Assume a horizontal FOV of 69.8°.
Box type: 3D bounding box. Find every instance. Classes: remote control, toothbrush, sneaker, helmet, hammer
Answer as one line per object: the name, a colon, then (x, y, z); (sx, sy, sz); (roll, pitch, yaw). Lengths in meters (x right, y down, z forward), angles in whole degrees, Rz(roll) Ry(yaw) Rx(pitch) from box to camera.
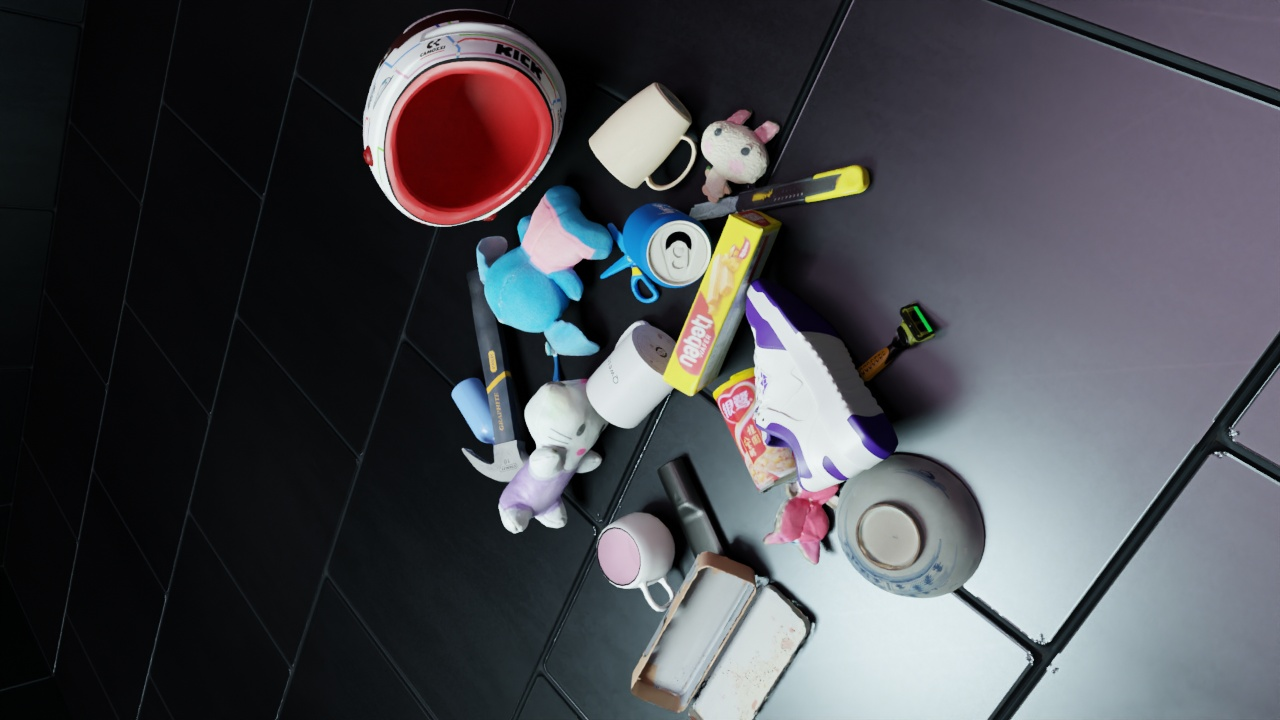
remote control: (0.061, 0.187, 1.097); (0.046, 0.021, 0.140); (-38, 70, 37)
toothbrush: (-0.110, 0.037, 1.236); (0.021, 0.016, 0.132); (-17, 81, 42)
sneaker: (0.157, 0.029, 0.938); (0.111, 0.091, 0.244); (-48, 47, 27)
helmet: (-0.222, -0.321, 1.167); (0.315, 0.231, 0.235); (-44, 34, 38)
hammer: (-0.193, 0.015, 1.274); (0.139, 0.035, 0.312); (-14, 77, 13)

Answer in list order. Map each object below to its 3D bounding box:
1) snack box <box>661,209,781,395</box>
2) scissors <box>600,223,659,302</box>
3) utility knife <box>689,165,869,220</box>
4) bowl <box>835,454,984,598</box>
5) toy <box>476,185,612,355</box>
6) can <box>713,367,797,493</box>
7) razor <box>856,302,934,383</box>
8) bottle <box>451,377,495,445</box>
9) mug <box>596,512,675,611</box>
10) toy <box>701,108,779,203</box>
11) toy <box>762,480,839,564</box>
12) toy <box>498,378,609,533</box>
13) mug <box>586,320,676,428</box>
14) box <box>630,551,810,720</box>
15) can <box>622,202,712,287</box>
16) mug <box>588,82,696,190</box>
snack box: (0.090, -0.064, 1.005); (0.042, 0.092, 0.201); (27, 111, 14)
scissors: (-0.007, -0.130, 1.138); (0.131, 0.014, 0.125); (-51, 62, 30)
utility knife: (0.142, -0.178, 1.007); (0.234, 0.020, 0.028); (-6, 87, 42)
bowl: (0.254, 0.169, 0.904); (0.151, 0.056, 0.151); (3, 96, 36)
toy: (-0.117, -0.116, 1.187); (0.224, 0.098, 0.192); (47, 111, 24)
can: (0.133, 0.075, 0.998); (0.067, 0.066, 0.124); (-36, 70, 36)
razor: (0.237, 0.004, 0.935); (0.144, 0.021, 0.044); (-47, 44, 31)
bottle: (-0.220, 0.087, 1.312); (0.131, 0.048, 0.048); (54, 123, 24)
mug: (0.006, 0.245, 1.111); (0.090, 0.076, 0.124); (-44, 65, 33)
toy: (0.103, -0.228, 1.018); (0.087, 0.050, 0.112); (45, 103, 25)
toy: (0.177, 0.161, 0.986); (0.065, 0.050, 0.102); (20, 104, 1)
toy: (-0.106, 0.113, 1.159); (0.085, 0.137, 0.209); (30, 102, 32)
mug: (-0.007, 0.007, 1.113); (0.097, 0.083, 0.119); (-47, 35, 32)
box: (0.089, 0.339, 1.065); (0.157, 0.071, 0.217); (34, 114, 21)
can: (0.028, -0.130, 1.024); (0.146, 0.079, 0.079); (-122, 42, -72)
mug: (0.014, -0.256, 1.077); (0.111, 0.085, 0.104); (46, 112, -4)
